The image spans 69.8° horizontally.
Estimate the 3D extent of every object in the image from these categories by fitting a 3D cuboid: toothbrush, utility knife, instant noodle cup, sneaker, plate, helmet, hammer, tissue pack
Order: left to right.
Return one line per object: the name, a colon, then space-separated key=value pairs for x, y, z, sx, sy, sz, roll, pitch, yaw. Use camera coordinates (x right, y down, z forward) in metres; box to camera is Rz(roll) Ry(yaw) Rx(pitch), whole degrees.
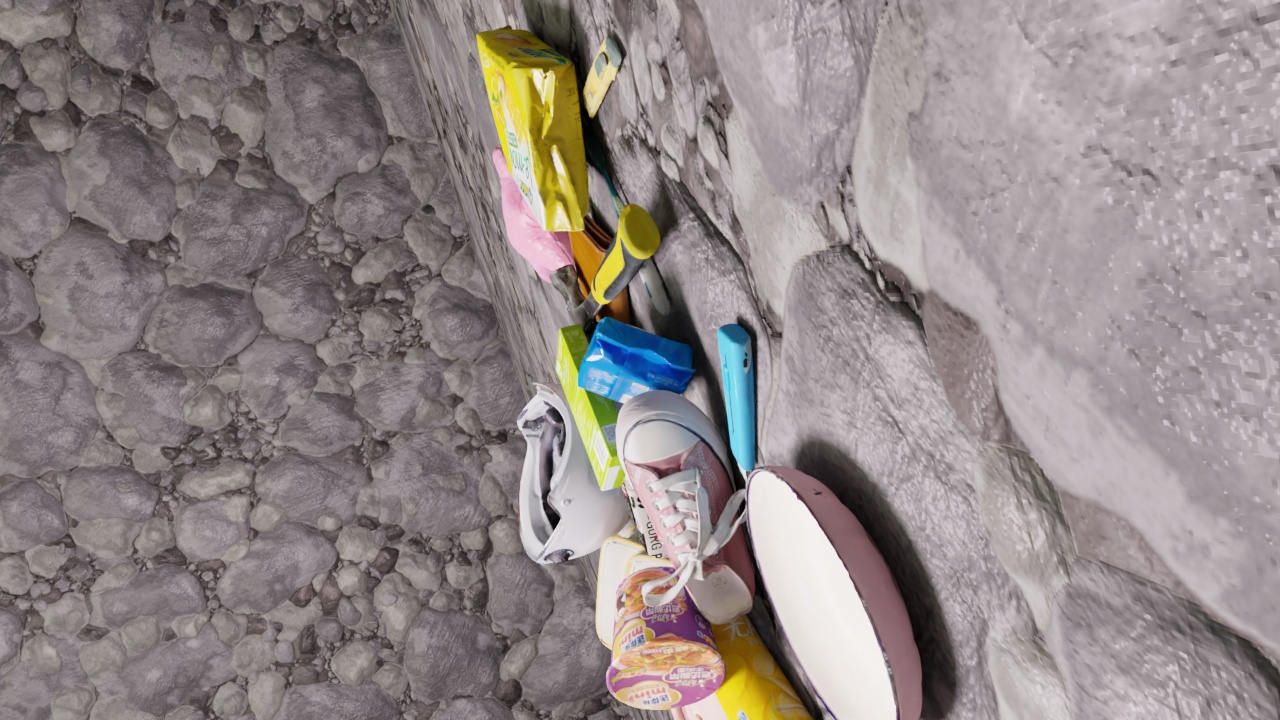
helmet: x=-0.077 y=0.151 z=1.215 sx=0.259 sy=0.145 sz=0.228 roll=107 pitch=156 yaw=-44
utility knife: x=-0.033 y=-0.233 z=0.764 sx=0.152 sy=0.018 sz=0.031 roll=163 pitch=93 yaw=-83
hammer: x=-0.031 y=-0.068 z=0.861 sx=0.126 sy=0.031 sz=0.324 roll=64 pitch=165 yaw=4
toothbrush: x=-0.012 y=-0.124 z=0.836 sx=0.018 sy=0.016 sz=0.191 roll=74 pitch=173 yaw=-74
tissue pack: x=-0.005 y=0.005 z=0.829 sx=0.157 sy=0.095 sz=0.052 roll=119 pitch=171 yaw=-76
instant noodle cup: x=0.021 y=0.257 z=0.867 sx=0.099 sy=0.111 sz=0.112 roll=-94 pitch=-5 yaw=-51
sneaker: x=0.046 y=0.139 z=0.782 sx=0.087 sy=0.118 sz=0.241 roll=-92 pitch=-17 yaw=-65
utility knife: x=0.075 y=0.037 z=0.694 sx=0.034 sy=0.018 sz=0.166 roll=-122 pitch=15 yaw=-44
plate: x=0.127 y=0.153 z=0.591 sx=0.192 sy=0.039 sz=0.192 roll=160 pitch=90 yaw=-78

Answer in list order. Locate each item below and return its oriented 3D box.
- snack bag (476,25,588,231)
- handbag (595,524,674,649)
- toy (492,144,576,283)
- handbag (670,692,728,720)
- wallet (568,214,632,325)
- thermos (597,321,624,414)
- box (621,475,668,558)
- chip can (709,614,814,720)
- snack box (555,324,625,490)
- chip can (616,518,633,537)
snack bag: x=-0.101 y=-0.237 z=0.903 sx=0.246 sy=0.068 sz=0.158 roll=-121 pitch=18 yaw=-58
handbag: x=0.026 y=0.307 z=1.135 sx=0.179 sy=0.063 sz=0.163 roll=18 pitch=112 yaw=35
toy: x=-0.127 y=-0.163 z=1.162 sx=0.178 sy=0.074 sz=0.195 roll=54 pitch=166 yaw=23
handbag: x=0.101 y=0.391 z=0.978 sx=0.234 sy=0.093 sz=0.193 roll=-158 pitch=49 yaw=-73
wallet: x=-0.047 y=-0.092 z=0.995 sx=0.119 sy=0.035 sz=0.131 roll=-124 pitch=19 yaw=-46
thermos: x=-0.010 y=0.048 z=0.983 sx=0.224 sy=0.073 sz=0.073 roll=-123 pitch=17 yaw=-46
box: x=0.018 y=0.152 z=1.036 sx=0.064 sy=0.074 sz=0.164 roll=7 pitch=123 yaw=46
chip can: x=0.096 y=0.298 z=0.891 sx=0.213 sy=0.072 sz=0.072 roll=-126 pitch=20 yaw=-54
snack box: x=-0.051 y=0.048 z=0.948 sx=0.086 sy=0.026 sz=0.156 roll=104 pitch=146 yaw=-57
chip can: x=0.002 y=0.268 z=1.269 sx=0.071 sy=0.071 sz=0.214 roll=88 pitch=159 yaw=-56
